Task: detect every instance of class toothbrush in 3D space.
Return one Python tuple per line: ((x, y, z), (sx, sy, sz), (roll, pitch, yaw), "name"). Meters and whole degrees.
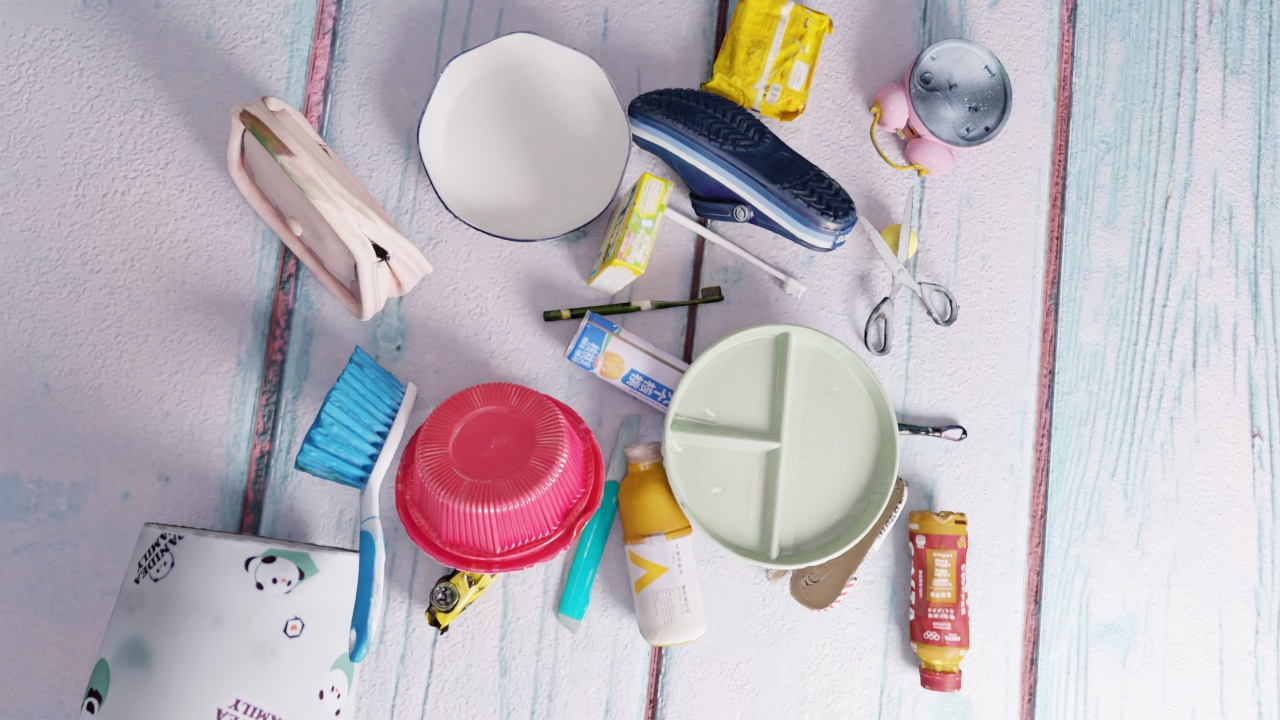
((0.091, -0.113, 0.943), (0.180, 0.016, 0.016), (30, 86, -6), "toothbrush")
((-0.006, -0.057, 0.924), (0.185, 0.012, 0.017), (-7, 80, -10), "toothbrush")

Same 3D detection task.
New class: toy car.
((-0.144, 0.183, 0.848), (0.041, 0.071, 0.155), (39, 79, -2), "toy car")

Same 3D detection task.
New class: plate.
((-0.112, -0.214, 0.900), (0.205, 0.045, 0.205), (0, 86, -5), "plate")
((0.132, 0.080, 0.868), (0.230, 0.027, 0.230), (1, 84, -8), "plate")

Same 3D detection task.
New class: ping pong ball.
((0.269, -0.123, 0.959), (0.040, 0.040, 0.040), (1, 84, -9), "ping pong ball")

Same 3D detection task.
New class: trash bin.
((-0.335, 0.269, 0.743), (0.229, 0.230, 0.251), (10, 77, -8), "trash bin")

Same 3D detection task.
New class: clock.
((0.312, -0.263, 0.970), (0.158, 0.060, 0.117), (-39, 93, -12), "clock")

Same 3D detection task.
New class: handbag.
((-0.272, -0.140, 0.775), (0.093, 0.234, 0.193), (-42, 92, -12), "handbag")

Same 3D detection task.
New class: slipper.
((0.096, -0.182, 0.914), (0.253, 0.095, 0.104), (35, 41, 13), "slipper")

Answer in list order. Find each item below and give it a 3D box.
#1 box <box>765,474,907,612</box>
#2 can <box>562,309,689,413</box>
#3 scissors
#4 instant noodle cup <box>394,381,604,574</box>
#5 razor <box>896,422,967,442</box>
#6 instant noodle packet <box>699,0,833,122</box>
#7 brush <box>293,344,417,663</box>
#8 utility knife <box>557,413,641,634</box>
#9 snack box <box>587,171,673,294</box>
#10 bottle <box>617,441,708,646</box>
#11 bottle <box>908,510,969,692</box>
((0.196, 0.167, 0.903), (0.087, 0.076, 0.162), (30, 75, 23), "box")
((-0.005, 0.005, 0.896), (0.134, 0.053, 0.053), (29, 81, -6), "can")
((0.270, -0.086, 0.942), (0.159, 0.014, 0.181), (13, 102, -22), "scissors")
((-0.127, 0.089, 0.818), (0.194, 0.066, 0.193), (1, 53, -1), "instant noodle cup")
((0.275, 0.072, 0.952), (0.142, 0.022, 0.042), (5, 86, -9), "razor")
((0.132, -0.316, 0.954), (0.111, 0.044, 0.128), (20, 78, 0), "instant noodle packet")
((-0.234, 0.102, 0.753), (0.109, 0.313, 0.061), (29, 118, -16), "brush")
((-0.038, 0.157, 0.897), (0.029, 0.013, 0.222), (19, 84, -6), "utility knife")
((-0.012, -0.116, 0.863), (0.033, 0.140, 0.087), (20, 81, -9), "snack box")
((0.018, 0.173, 0.877), (0.068, 0.068, 0.189), (-9, 86, -10), "bottle")
((0.300, 0.240, 0.922), (0.057, 0.057, 0.175), (1, 85, -9), "bottle")
